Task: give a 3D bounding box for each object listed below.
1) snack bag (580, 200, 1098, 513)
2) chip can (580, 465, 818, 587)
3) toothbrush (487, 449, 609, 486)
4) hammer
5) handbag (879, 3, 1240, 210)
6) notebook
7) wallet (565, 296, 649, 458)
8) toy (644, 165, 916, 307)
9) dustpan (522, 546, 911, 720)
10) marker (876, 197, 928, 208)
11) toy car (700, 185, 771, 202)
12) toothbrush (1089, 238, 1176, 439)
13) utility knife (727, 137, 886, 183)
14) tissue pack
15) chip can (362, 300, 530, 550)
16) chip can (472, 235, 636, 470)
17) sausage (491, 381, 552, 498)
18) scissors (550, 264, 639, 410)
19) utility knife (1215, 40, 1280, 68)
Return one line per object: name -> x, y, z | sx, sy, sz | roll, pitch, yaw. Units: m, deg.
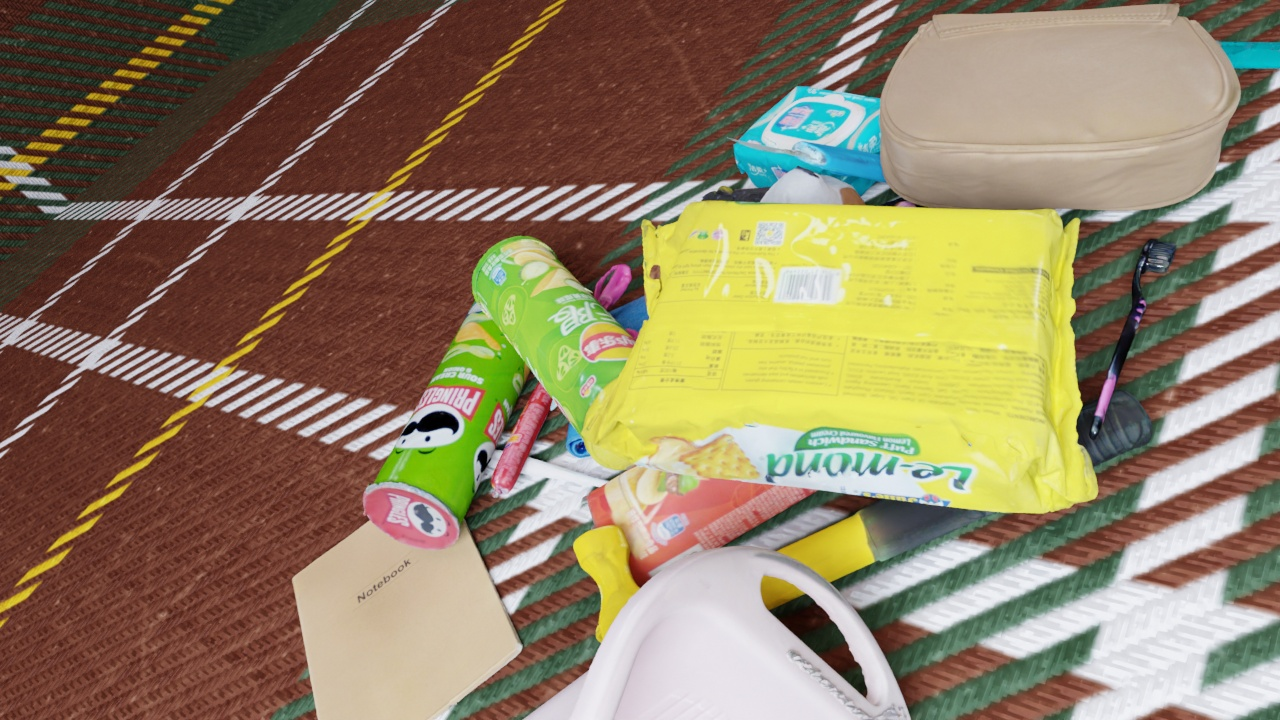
snack bag -> 0.102, -0.014, 0.479 | 0.247, 0.068, 0.157 | 4, 61, 21
chip can -> 0.074, 0.057, 0.544 | 0.217, 0.073, 0.073 | -32, 38, 5
toothbrush -> -0.058, 0.083, 0.660 | 0.180, 0.016, 0.016 | 6, 49, 43
hammer -> 0.118, 0.092, 0.476 | 0.301, 0.033, 0.128 | -25, 67, 2
handbag -> 0.263, -0.162, 0.600 | 0.205, 0.100, 0.147 | 5, 59, 19
notebook -> -0.175, 0.178, 0.650 | 0.147, 0.008, 0.207 | -37, 38, -4
wallet -> -0.004, 0.004, 0.686 | 0.107, 0.040, 0.132 | -21, 40, 24
toy -> 0.094, -0.066, 0.619 | 0.140, 0.131, 0.199 | 31, 53, 29
dustpan -> 0.037, 0.201, 0.298 | 0.139, 0.222, 0.273 | -37, 29, 16
marker -> 0.151, -0.100, 0.697 | 0.131, 0.018, 0.022 | -18, 16, 20
toy car -> 0.085, -0.119, 0.753 | 0.106, 0.031, 0.049 | 7, 53, 39
toothbrush -> 0.266, -0.017, 0.494 | 0.018, 0.014, 0.188 | 10, 41, 32
utility knife -> 0.133, -0.138, 0.631 | 0.034, 0.218, 0.018 | 39, 118, 37
tissue pack -> 0.150, -0.176, 0.751 | 0.093, 0.050, 0.133 | -44, 39, -14
chip can -> -0.132, 0.030, 0.710 | 0.072, 0.072, 0.235 | -11, 39, 27
chip can -> -0.050, -0.014, 0.637 | 0.072, 0.072, 0.221 | -38, 43, -5
sausage -> -0.083, 0.045, 0.700 | 0.020, 0.020, 0.155 | -11, 36, 28
scissors -> -0.036, -0.020, 0.700 | 0.134, 0.017, 0.133 | -1, 61, 53
utility knife -> 0.402, -0.213, 0.634 | 0.029, 0.013, 0.176 | -49, 40, -15
